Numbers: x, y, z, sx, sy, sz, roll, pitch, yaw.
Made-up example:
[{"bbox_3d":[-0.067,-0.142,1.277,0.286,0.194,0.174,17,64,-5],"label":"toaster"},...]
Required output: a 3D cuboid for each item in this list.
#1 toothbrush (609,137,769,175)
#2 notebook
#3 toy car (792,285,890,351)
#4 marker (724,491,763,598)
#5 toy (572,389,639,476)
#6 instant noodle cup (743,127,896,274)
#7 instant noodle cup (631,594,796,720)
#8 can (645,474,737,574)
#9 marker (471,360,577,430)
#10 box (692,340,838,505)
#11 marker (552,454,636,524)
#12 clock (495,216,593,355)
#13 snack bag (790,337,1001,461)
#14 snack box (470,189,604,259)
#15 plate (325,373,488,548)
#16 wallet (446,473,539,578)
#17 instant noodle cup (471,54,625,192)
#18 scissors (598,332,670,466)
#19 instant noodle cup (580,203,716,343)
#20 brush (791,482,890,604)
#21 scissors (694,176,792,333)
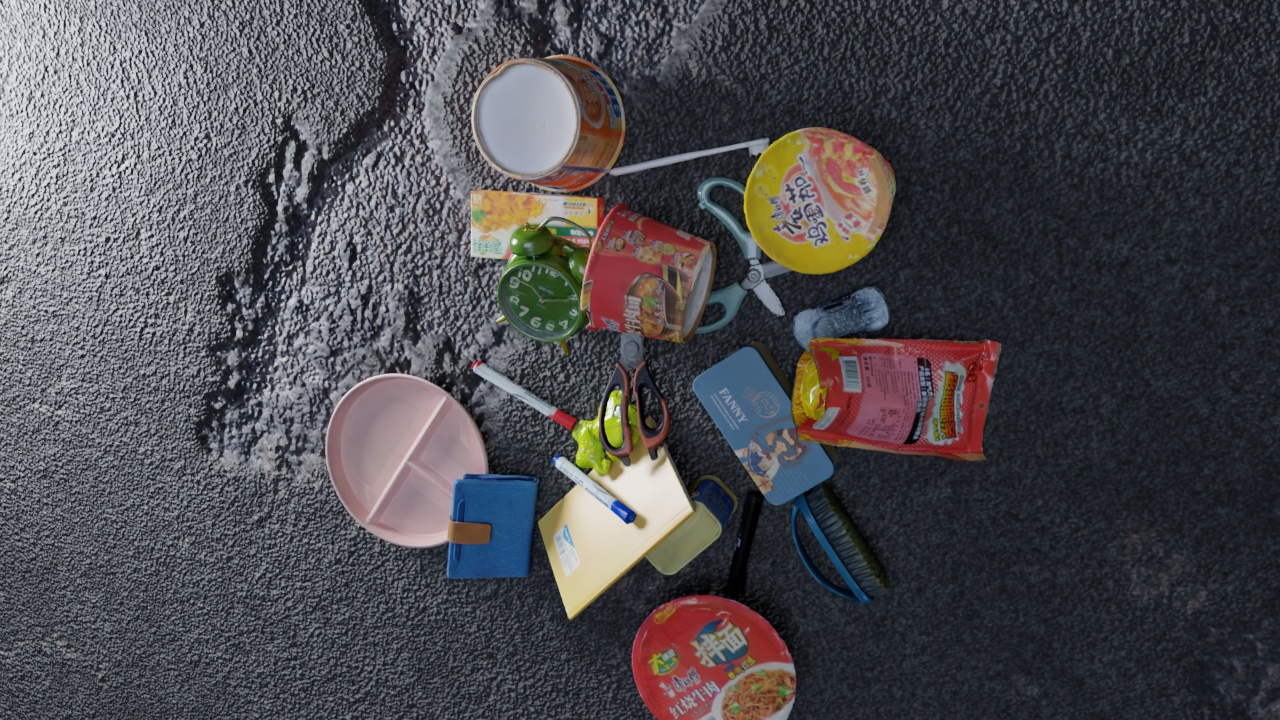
[{"bbox_3d":[0.052,-0.217,0.994,0.180,0.016,0.016,-7,105,17],"label":"toothbrush"},{"bbox_3d":[-0.034,0.180,1.057,0.207,0.010,0.145,-45,44,19],"label":"notebook"},{"bbox_3d":[0.211,-0.043,0.976,0.106,0.031,0.049,-21,94,20],"label":"toy car"},{"bbox_3d":[0.121,0.215,1.064,0.022,0.020,0.132,9,105,-3],"label":"marker"},{"bbox_3d":[-0.036,0.086,1.072,0.100,0.031,0.096,-14,77,33],"label":"toy"},{"bbox_3d":[0.181,-0.160,0.918,0.138,0.109,0.138,3,102,16],"label":"instant noodle cup"},{"bbox_3d":[0.090,0.353,1.079,0.194,0.065,0.194,3,102,16],"label":"instant noodle cup"},{"bbox_3d":[0.056,0.187,1.043,0.057,0.083,0.102,46,110,3],"label":"can"},{"bbox_3d":[-0.141,0.041,1.105,0.145,0.017,0.017,30,108,8],"label":"marker"},{"bbox_3d":[0.135,0.061,1.004,0.090,0.063,0.184,-36,92,19],"label":"box"},{"bbox_3d":[-0.056,0.147,1.064,0.146,0.016,0.017,31,112,43],"label":"marker"},{"bbox_3d":[-0.098,-0.089,1.020,0.116,0.056,0.162,24,126,2],"label":"clock"},{"bbox_3d":[0.265,0.036,0.942,0.207,0.073,0.128,3,97,-9],"label":"snack bag"},{"bbox_3d":[-0.119,-0.153,1.051,0.156,0.027,0.077,6,105,15],"label":"snack box"},{"bbox_3d":[-0.293,0.126,1.163,0.230,0.028,0.230,4,104,16],"label":"plate"},{"bbox_3d":[-0.182,0.204,1.123,0.106,0.040,0.133,3,106,-16],"label":"wallet"},{"bbox_3d":[-0.103,-0.254,0.980,0.151,0.111,0.151,3,102,16],"label":"instant noodle cup"},{"bbox_3d":[0.005,0.003,1.031,0.182,0.015,0.209,40,96,11],"label":"scissors"},{"bbox_3d":[0.013,-0.086,0.959,0.109,0.137,0.138,17,106,13],"label":"instant noodle cup"},{"bbox_3d":[0.213,0.208,1.016,0.074,0.055,0.144,-34,91,19],"label":"brush"},{"bbox_3d":[0.083,-0.108,1.007,0.170,0.019,0.174,-27,94,19],"label":"scissors"}]
